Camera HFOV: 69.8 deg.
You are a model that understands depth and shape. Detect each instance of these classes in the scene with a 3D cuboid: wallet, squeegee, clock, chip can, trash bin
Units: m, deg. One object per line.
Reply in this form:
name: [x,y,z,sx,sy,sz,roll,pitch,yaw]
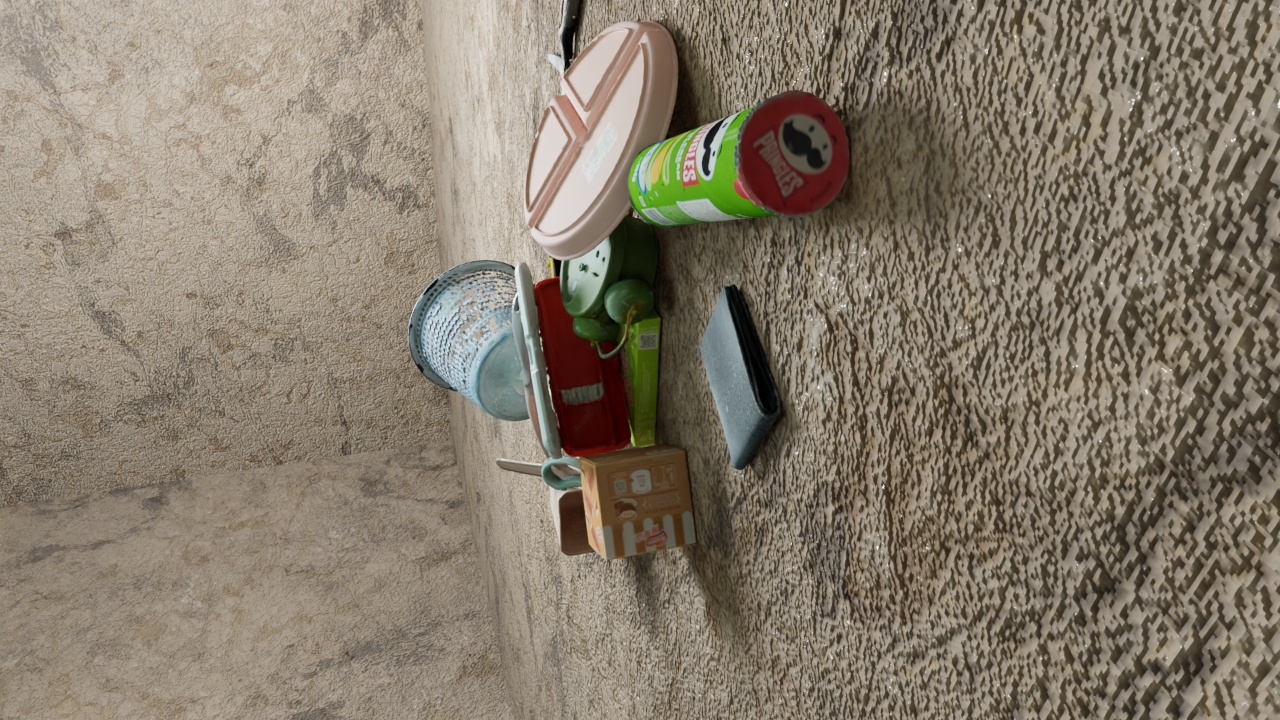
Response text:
wallet: [0.074,0.014,0.728,0.097,0.019,0.120,109,151,-58]
squeegee: [-0.115,0.040,1.047,0.248,0.040,0.250,5,114,40]
clock: [-0.031,-0.080,0.908,0.116,0.056,0.161,-33,52,54]
chip can: [0.054,-0.129,0.635,0.236,0.072,0.072,-160,64,-72]
trash bin: [-0.211,-0.014,1.386,0.195,0.226,0.227,40,136,49]

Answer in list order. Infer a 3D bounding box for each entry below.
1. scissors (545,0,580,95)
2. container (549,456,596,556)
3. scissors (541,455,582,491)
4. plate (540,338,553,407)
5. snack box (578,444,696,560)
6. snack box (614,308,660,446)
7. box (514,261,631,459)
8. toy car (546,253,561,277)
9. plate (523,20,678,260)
scissors: [-0.087,-0.356,1.099,0.233,0.021,0.221,-118,26,-48]
container: [-0.069,0.176,1.163,0.111,0.090,0.090,-127,33,-65]
scissors: [-0.031,0.167,1.041,0.171,0.019,0.181,1,129,37]
plate: [-0.102,0.031,1.165,0.162,0.034,0.266,59,170,18]
snack box: [-0.005,0.138,0.915,0.077,0.092,0.094,179,83,-74]
snack box: [-0.006,0.006,0.979,0.085,0.026,0.157,-120,27,-54]
box: [-0.072,-0.003,0.951,0.100,0.102,0.201,107,152,-75]
toy car: [-0.071,-0.094,1.076,0.041,0.071,0.155,154,109,-74]
plate: [-0.046,-0.204,0.836,0.230,0.028,0.229,-31,50,46]
